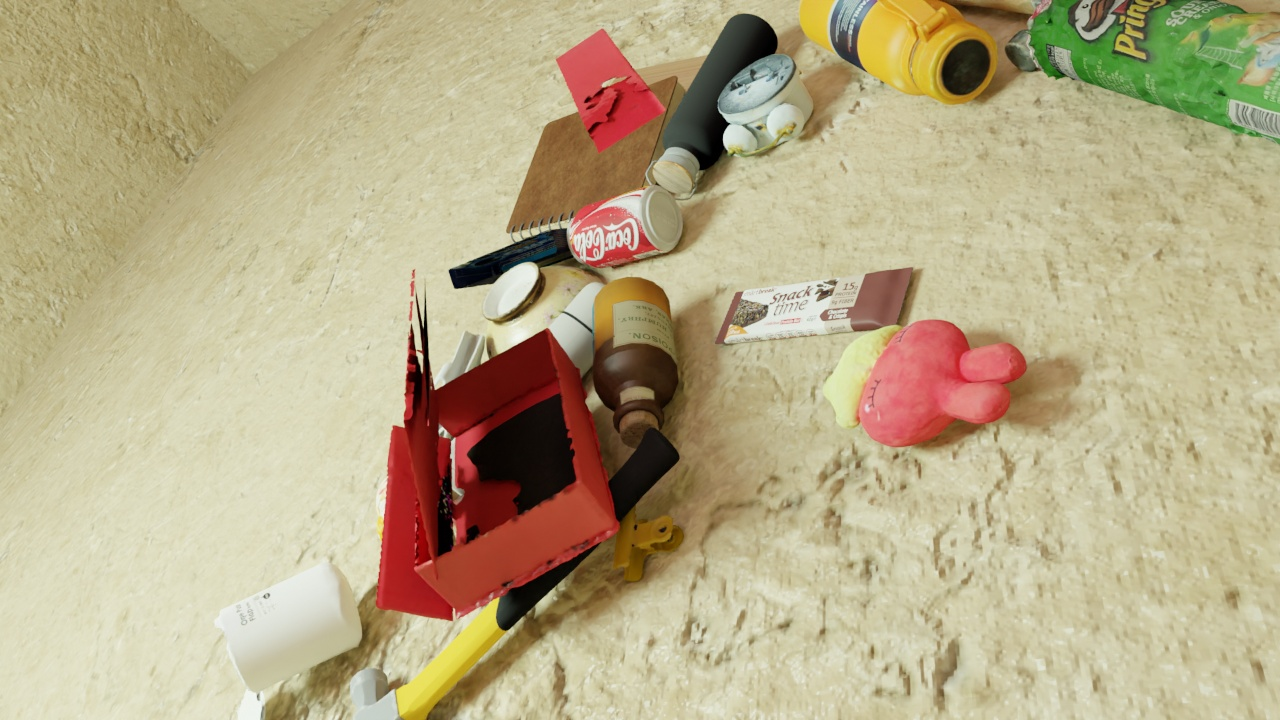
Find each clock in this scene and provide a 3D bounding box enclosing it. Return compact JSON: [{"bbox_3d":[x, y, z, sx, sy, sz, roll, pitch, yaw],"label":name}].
[{"bbox_3d":[0.118,-0.237,0.873,0.083,0.057,0.117,-13,45,35],"label":"clock"}]

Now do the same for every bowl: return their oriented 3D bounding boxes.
[{"bbox_3d":[-0.109,-0.049,0.900,0.145,0.063,0.145,-27,38,24],"label":"bowl"}]

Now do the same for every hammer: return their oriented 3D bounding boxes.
[{"bbox_3d":[0.284,-0.342,0.839,0.132,0.033,0.330,-45,34,1],"label":"hammer"},{"bbox_3d":[-0.092,0.174,0.660,0.324,0.029,0.127,-46,32,5],"label":"hammer"}]

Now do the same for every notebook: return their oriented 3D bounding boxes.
[{"bbox_3d":[-0.055,-0.215,1.019,0.226,0.024,0.167,-4,63,46],"label":"notebook"},{"bbox_3d":[0.001,-0.284,1.068,0.211,0.022,0.168,10,61,49],"label":"notebook"}]

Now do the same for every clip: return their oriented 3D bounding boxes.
[{"bbox_3d":[0.003,0.123,0.642,0.050,0.044,0.053,-48,24,41],"label":"clip"}]

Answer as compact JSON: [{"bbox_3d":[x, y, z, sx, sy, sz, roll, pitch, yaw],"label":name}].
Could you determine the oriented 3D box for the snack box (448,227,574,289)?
[{"bbox_3d":[-0.120,-0.108,0.965,0.151,0.027,0.082,-14,3,34],"label":"snack box"}]

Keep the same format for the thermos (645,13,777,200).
[{"bbox_3d":[0.070,-0.253,0.932,0.061,0.061,0.230,0,54,45],"label":"thermos"}]

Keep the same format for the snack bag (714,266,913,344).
[{"bbox_3d":[0.128,-0.041,0.699,0.158,0.013,0.056,-4,49,43],"label":"snack bag"}]

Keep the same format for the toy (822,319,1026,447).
[{"bbox_3d":[0.172,0.012,0.570,0.135,0.045,0.091,8,61,55],"label":"toy"}]

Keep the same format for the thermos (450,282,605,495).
[{"bbox_3d":[-0.094,0.025,0.818,0.224,0.052,0.052,-51,35,-9],"label":"thermos"}]

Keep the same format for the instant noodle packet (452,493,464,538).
[{"bbox_3d":[-0.093,0.114,0.739,0.135,0.039,0.098,-40,42,5],"label":"instant noodle packet"}]

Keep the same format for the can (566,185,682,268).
[{"bbox_3d":[-0.016,-0.127,0.887,0.105,0.064,0.064,-9,48,39],"label":"can"}]

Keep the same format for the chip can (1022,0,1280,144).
[{"bbox_3d":[0.349,-0.194,0.583,0.075,0.075,0.223,-41,35,4],"label":"chip can"}]

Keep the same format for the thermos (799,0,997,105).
[{"bbox_3d":[0.213,-0.289,0.801,0.076,0.091,0.232,-62,29,23],"label":"thermos"}]

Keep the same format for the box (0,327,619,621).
[{"bbox_3d":[-0.280,0.101,0.660,0.510,0.141,0.215,-14,34,-3],"label":"box"}]

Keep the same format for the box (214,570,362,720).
[{"bbox_3d":[-0.299,0.257,0.779,0.137,0.143,0.083,-21,33,-20],"label":"box"}]

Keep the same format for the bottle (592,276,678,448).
[{"bbox_3d":[-0.004,0.004,0.736,0.068,0.068,0.156,-29,38,21],"label":"bottle"}]

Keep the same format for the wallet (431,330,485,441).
[{"bbox_3d":[-0.183,0.034,0.885,0.086,0.032,0.116,109,177,-53],"label":"wallet"}]
